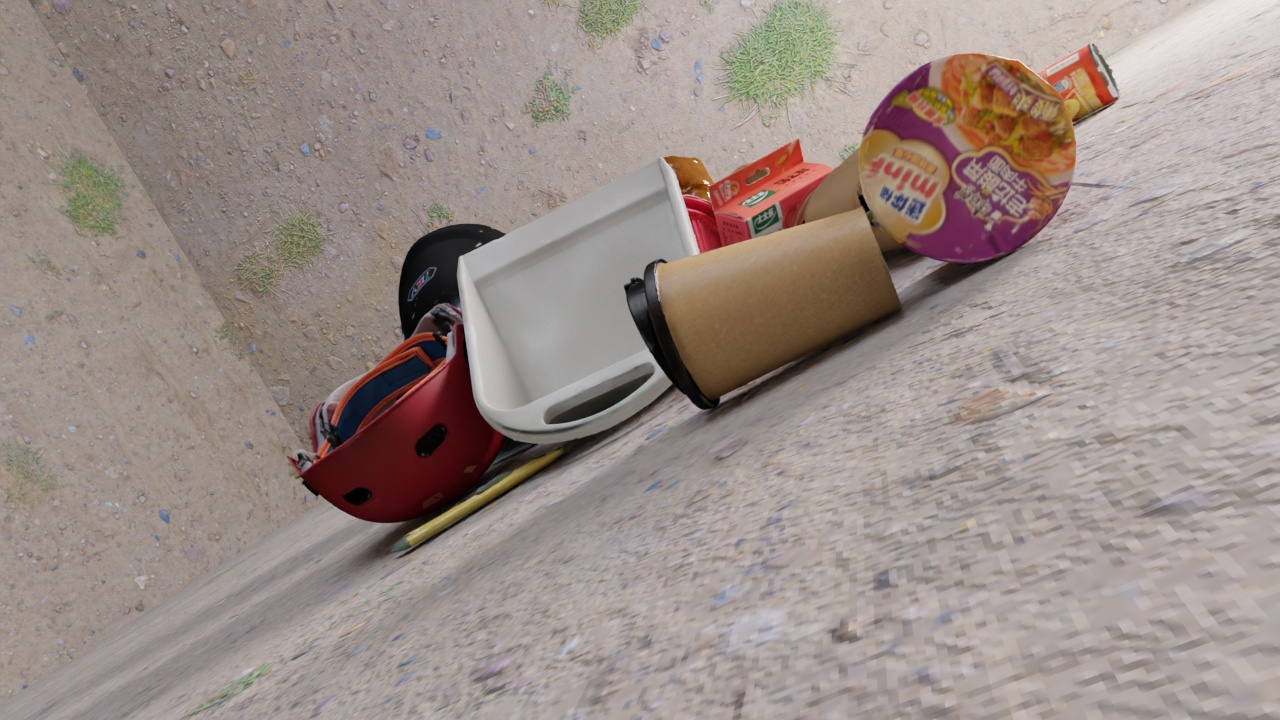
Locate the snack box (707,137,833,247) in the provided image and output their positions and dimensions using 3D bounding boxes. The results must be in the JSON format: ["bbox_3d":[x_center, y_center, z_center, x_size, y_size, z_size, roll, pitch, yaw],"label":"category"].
[{"bbox_3d":[0.130,-0.120,0.835,0.113,0.127,0.044,-32,34,-22],"label":"snack box"}]

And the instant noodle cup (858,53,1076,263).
[{"bbox_3d":[0.182,-0.107,0.534,0.112,0.111,0.099,-30,-6,10],"label":"instant noodle cup"}]

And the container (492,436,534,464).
[{"bbox_3d":[-0.125,0.042,0.984,0.090,0.090,0.111,-27,2,39],"label":"container"}]

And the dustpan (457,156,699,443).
[{"bbox_3d":[-0.049,-0.049,0.748,0.223,0.257,0.142,-25,-20,8],"label":"dustpan"}]

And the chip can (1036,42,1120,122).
[{"bbox_3d":[0.419,-0.271,1.040,0.217,0.073,0.073,-28,5,37],"label":"chip can"}]

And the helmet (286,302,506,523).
[{"bbox_3d":[-0.204,0.070,0.845,0.207,0.144,0.240,-38,20,5],"label":"helmet"}]

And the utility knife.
[{"bbox_3d":[-0.103,0.095,0.704,0.196,0.020,0.031,-26,4,-14],"label":"utility knife"}]

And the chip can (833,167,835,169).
[{"bbox_3d":[0.295,-0.203,0.940,0.210,0.071,0.071,-25,3,-15],"label":"chip can"}]

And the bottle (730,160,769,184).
[{"bbox_3d":[0.164,-0.146,0.954,0.065,0.065,0.218,-28,-23,29],"label":"bottle"}]

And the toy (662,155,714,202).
[{"bbox_3d":[0.055,-0.122,0.990,0.140,0.130,0.199,-4,-27,17],"label":"toy"}]

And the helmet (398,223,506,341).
[{"bbox_3d":[-0.183,-0.038,1.159,0.234,0.274,0.229,-43,26,22],"label":"helmet"}]

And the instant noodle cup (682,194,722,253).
[{"bbox_3d":[0.019,-0.064,0.897,0.194,0.194,0.065,-30,48,4],"label":"instant noodle cup"}]

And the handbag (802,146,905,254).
[{"bbox_3d":[0.217,-0.140,0.732,0.147,0.100,0.204,-38,4,-2],"label":"handbag"}]

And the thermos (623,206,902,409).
[{"bbox_3d":[0.069,-0.033,0.522,0.143,0.093,0.093,-22,6,17],"label":"thermos"}]
